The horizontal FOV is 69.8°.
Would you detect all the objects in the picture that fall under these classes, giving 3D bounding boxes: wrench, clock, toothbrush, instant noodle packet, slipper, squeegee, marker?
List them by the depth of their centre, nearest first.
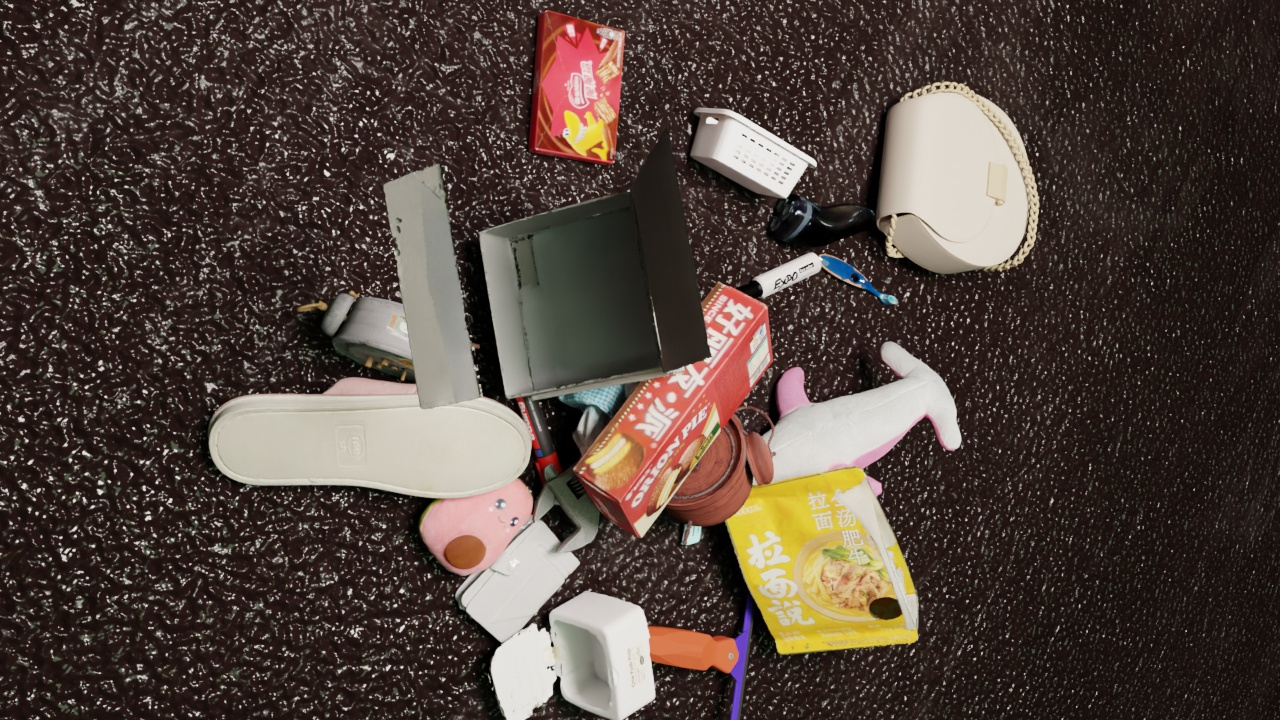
[{"bbox_3d":[-0.224,-0.020,0.796,0.147,0.104,0.056,24,73,-24],"label":"clock"},{"bbox_3d":[-0.233,0.067,0.812,0.274,0.054,0.114,5,116,-18],"label":"slipper"},{"bbox_3d":[-0.106,0.066,0.916,0.023,0.021,0.145,-16,105,3],"label":"marker"},{"bbox_3d":[-0.023,0.072,0.946,0.083,0.018,0.272,42,68,-19],"label":"wrench"},{"bbox_3d":[0.072,0.104,0.959,0.157,0.120,0.072,-42,140,-8],"label":"clock"},{"bbox_3d":[0.194,0.214,1.001,0.222,0.163,0.084,63,27,-26],"label":"instant noodle packet"},{"bbox_3d":[0.048,0.316,1.006,0.184,0.055,0.249,16,75,-22],"label":"squeegee"},{"bbox_3d":[0.152,-0.091,1.044,0.125,0.025,0.025,-25,107,-25],"label":"marker"},{"bbox_3d":[0.264,-0.096,1.112,0.135,0.017,0.021,25,80,-29],"label":"toothbrush"}]

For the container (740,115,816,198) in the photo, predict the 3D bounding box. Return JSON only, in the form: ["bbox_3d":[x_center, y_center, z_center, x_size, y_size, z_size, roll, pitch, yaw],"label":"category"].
[{"bbox_3d":[0.114,-0.218,0.982,0.129,0.081,0.049,22,95,-30],"label":"container"}]

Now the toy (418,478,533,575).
[{"bbox_3d":[-0.154,0.151,0.879,0.109,0.051,0.090,-40,114,-22],"label":"toy"}]

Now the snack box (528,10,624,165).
[{"bbox_3d":[-0.063,-0.266,0.906,0.089,0.021,0.133,3,94,-31],"label":"snack box"}]

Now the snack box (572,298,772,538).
[{"bbox_3d":[0.038,0.049,0.886,0.236,0.060,0.113,-52,156,-16],"label":"snack box"}]

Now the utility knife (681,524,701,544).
[{"bbox_3d":[0.063,0.141,1.024,0.022,0.015,0.129,8,88,-27],"label":"utility knife"}]

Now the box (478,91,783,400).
[{"bbox_3d":[-0.008,-0.067,0.743,0.150,0.370,0.167,-9,86,-29],"label":"box"}]

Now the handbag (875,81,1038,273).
[{"bbox_3d":[0.381,-0.215,1.127,0.208,0.103,0.210,13,80,-28],"label":"handbag"}]

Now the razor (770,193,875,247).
[{"bbox_3d":[0.211,-0.165,1.060,0.140,0.053,0.063,-9,67,-35],"label":"razor"}]

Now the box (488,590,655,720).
[{"bbox_3d":[-0.076,0.305,0.910,0.136,0.124,0.109,-15,102,-45],"label":"box"}]

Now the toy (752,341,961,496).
[{"bbox_3d":[0.229,0.093,1.056,0.265,0.186,0.128,-26,147,-3],"label":"toy"}]

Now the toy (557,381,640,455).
[{"bbox_3d":[-0.005,0.005,0.907,0.105,0.131,0.205,27,82,-34],"label":"toy"}]

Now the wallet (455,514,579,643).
[{"bbox_3d":[-0.120,0.220,0.917,0.116,0.032,0.086,-51,118,-16],"label":"wallet"}]
